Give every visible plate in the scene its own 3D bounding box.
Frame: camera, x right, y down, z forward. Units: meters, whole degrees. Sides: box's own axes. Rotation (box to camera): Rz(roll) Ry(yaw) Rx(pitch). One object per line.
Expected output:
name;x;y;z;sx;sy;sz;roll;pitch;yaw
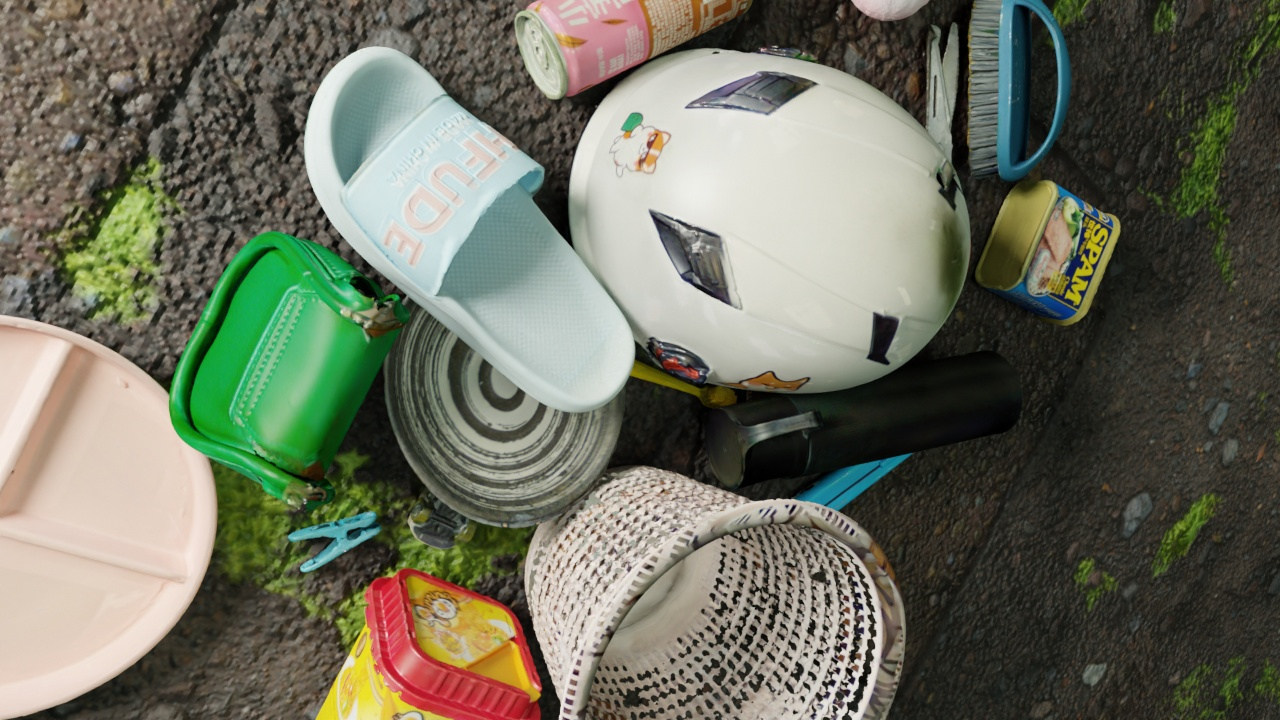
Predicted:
plate;-0.352;0.086;0.491;0.229;0.028;0.230;-7;106;-26
plate;-0.084;0.016;0.585;0.179;0.024;0.179;8;78;-39

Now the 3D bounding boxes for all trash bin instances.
trash bin;0.022;0.167;0.600;0.227;0.192;0.228;-7;106;-24

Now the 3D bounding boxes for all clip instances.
clip;-0.193;0.113;0.584;0.055;0.013;0.038;-19;111;-19

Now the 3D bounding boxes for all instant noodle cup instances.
instant noodle cup;-0.143;0.219;0.586;0.116;0.116;0.124;31;100;-29

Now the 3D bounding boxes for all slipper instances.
slipper;-0.089;-0.070;0.524;0.245;0.074;0.103;49;62;-13

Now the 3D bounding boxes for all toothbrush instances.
toothbrush;-0.004;0.004;0.626;0.190;0.017;0.015;21;68;-37

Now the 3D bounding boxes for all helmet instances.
helmet;0.106;-0.082;0.583;0.273;0.157;0.230;23;86;-33

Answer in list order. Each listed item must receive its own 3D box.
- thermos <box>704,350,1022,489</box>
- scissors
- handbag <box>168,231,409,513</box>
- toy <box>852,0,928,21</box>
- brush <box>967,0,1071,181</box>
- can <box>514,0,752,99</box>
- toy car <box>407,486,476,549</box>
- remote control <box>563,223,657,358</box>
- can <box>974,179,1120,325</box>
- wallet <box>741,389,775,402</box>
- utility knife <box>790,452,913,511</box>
thermos;0.173;0.043;0.679;0.242;0.090;0.068;-10;82;-22
scissors;0.222;-0.146;0.720;0.204;0.015;0.202;-46;117;-8
handbag;-0.187;0.003;0.496;0.068;0.120;0.131;26;88;-49
toy;0.191;-0.313;0.642;0.159;0.054;0.121;-36;117;-19
brush;0.289;-0.209;0.701;0.055;0.074;0.144;-26;117;-47
can;-0.001;-0.217;0.569;0.147;0.058;0.058;-30;114;-16
toy car;-0.117;0.079;0.600;0.042;0.035;0.090;31;86;-28
remote control;-0.005;-0.052;0.628;0.053;0.024;0.136;-49;119;-14
can;0.340;-0.091;0.769;0.083;0.057;0.102;20;93;-27
wallet;0.133;0.020;0.718;0.122;0.020;0.096;-7;102;-24
utility knife;0.215;0.073;0.772;0.216;0.018;0.034;-31;114;-18
